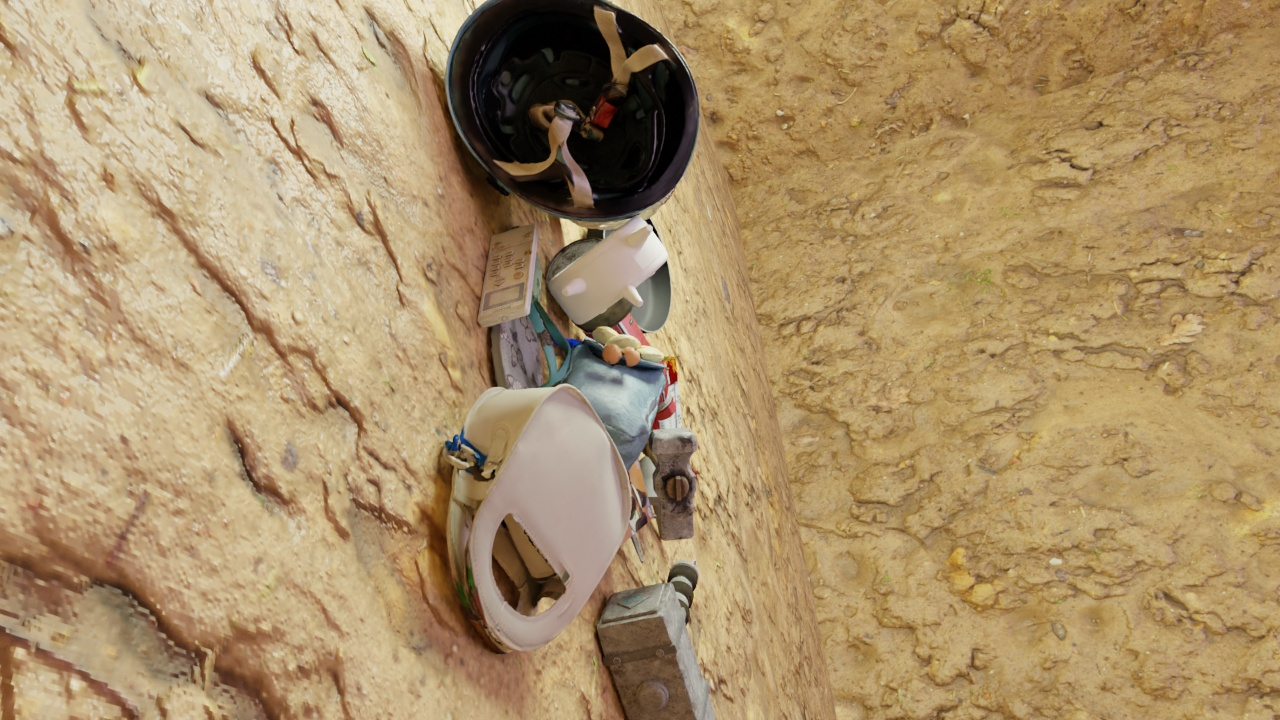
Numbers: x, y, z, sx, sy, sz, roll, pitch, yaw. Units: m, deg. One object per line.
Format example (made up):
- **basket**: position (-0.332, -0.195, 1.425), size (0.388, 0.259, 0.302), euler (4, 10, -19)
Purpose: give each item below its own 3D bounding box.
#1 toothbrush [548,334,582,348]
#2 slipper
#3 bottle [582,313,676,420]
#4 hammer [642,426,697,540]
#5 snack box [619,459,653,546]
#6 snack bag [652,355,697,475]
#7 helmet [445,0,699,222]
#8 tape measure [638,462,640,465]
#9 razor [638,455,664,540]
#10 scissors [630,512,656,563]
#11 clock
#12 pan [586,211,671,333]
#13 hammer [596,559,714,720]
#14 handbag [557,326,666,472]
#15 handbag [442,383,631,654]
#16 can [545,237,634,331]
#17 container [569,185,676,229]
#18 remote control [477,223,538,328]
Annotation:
- **toothbrush**: position (-0.081, -0.018, 1.111), size (0.182, 0.018, 0.016), euler (19, 58, -78)
- **slipper**: position (-0.110, -0.043, 0.934), size (0.098, 0.055, 0.268), euler (56, 22, -49)
- **bottle**: position (-0.007, 0.007, 1.191), size (0.176, 0.062, 0.062), euler (57, 21, -31)
- **hammer**: position (0.020, 0.118, 1.136), size (0.319, 0.049, 0.121), euler (-134, -139, -79)
- **snack box**: position (-0.037, 0.155, 0.993), size (0.151, 0.034, 0.087), euler (-23, 97, -66)
- **snack bag**: position (0.044, 0.099, 1.395), size (0.138, 0.067, 0.208), euler (-33, 110, -71)
- **helmet**: position (-0.076, -0.259, 0.971), size (0.265, 0.225, 0.167), euler (34, -3, -8)
- **tape measure**: position (-0.020, 0.138, 1.136), size (0.062, 0.034, 0.061), euler (52, 29, -51)
- **razor**: position (0.026, 0.201, 1.258), size (0.088, 0.047, 0.116), euler (-84, 163, -56)
- **scissors**: position (-0.024, 0.158, 1.076), size (0.141, 0.014, 0.175), euler (-10, 87, -61)
- **clock**: position (-0.030, -0.089, 0.977), size (0.073, 0.125, 0.161), euler (53, -2, -8)
- **pan**: position (-0.029, -0.081, 1.305), size (0.204, 0.044, 0.354), euler (55, 35, -39)
- **hammer**: position (0.038, 0.307, 1.091), size (0.325, 0.079, 0.177), euler (-55, 129, -73)
- **handbag**: position (-0.033, 0.030, 1.004), size (0.119, 0.122, 0.191), euler (-62, -177, 25)
- **handbag**: position (-0.098, 0.134, 0.753), size (0.201, 0.093, 0.199), euler (65, 37, -38)
- **can**: position (-0.059, -0.091, 1.112), size (0.074, 0.090, 0.089), euler (56, 23, -51)
- **container**: position (-0.064, -0.292, 1.143), size (0.142, 0.185, 0.246), euler (-11, 87, -67)
- **remote control**: position (-0.129, -0.086, 0.902), size (0.135, 0.050, 0.011), euler (-91, 161, -46)
